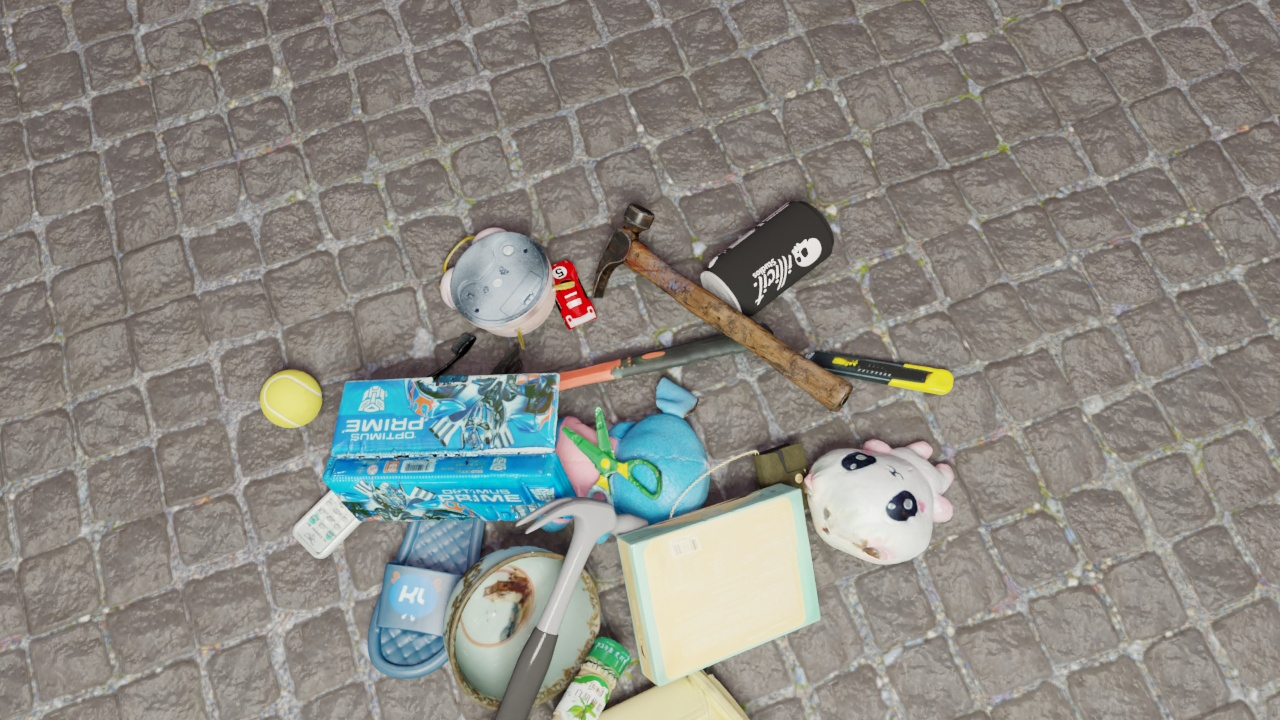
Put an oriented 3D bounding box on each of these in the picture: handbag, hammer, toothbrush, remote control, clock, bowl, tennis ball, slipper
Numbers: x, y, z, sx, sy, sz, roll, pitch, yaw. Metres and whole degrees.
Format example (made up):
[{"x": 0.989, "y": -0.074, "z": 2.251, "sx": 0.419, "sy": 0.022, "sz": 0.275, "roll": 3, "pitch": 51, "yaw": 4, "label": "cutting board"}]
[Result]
[{"x": 0.005, "y": 0.400, "z": 0.886, "sx": 0.232, "sy": 0.089, "sz": 0.190, "roll": -22, "pitch": 56, "yaw": -6, "label": "handbag"}, {"x": 0.105, "y": 0.141, "z": 0.948, "sx": 0.177, "sy": 0.027, "sz": 0.084, "roll": -14, "pitch": 92, "yaw": -32, "label": "handbag"}, {"x": 0.084, "y": -0.042, "z": 1.002, "sx": 0.330, "sy": 0.033, "sz": 0.120, "roll": 37, "pitch": 112, "yaw": 25, "label": "hammer"}, {"x": -0.258, "y": 0.036, "z": 1.053, "sx": 0.017, "sy": 0.014, "sz": 0.187, "roll": 36, "pitch": 75, "yaw": 26, "label": "toothbrush"}, {"x": -0.317, "y": 0.155, "z": 1.006, "sx": 0.050, "sy": 0.022, "sz": 0.133, "roll": 40, "pitch": 76, "yaw": 14, "label": "remote control"}, {"x": -0.006, "y": 0.006, "z": 1.027, "sx": 0.333, "sy": 0.033, "sz": 0.133, "roll": -11, "pitch": 35, "yaw": -10, "label": "hammer"}, {"x": -0.168, "y": -0.092, "z": 1.062, "sx": 0.158, "sy": 0.059, "sz": 0.116, "roll": 32, "pitch": 80, "yaw": 22, "label": "clock"}, {"x": -0.131, "y": 0.254, "z": 0.916, "sx": 0.159, "sy": 0.094, "sz": 0.160, "roll": -5, "pitch": 100, "yaw": -33, "label": "bowl"}, {"x": -0.100, "y": 0.275, "z": 0.864, "sx": 0.125, "sy": 0.029, "sz": 0.310, "roll": 25, "pitch": 85, "yaw": -30, "label": "hammer"}, {"x": -0.390, "y": 0.043, "z": 1.025, "sx": 0.065, "sy": 0.065, "sz": 0.065, "roll": 0, "pitch": 70, "yaw": 1, "label": "tennis ball"}, {"x": -0.218, "y": 0.225, "z": 0.961, "sx": 0.104, "sy": 0.059, "sz": 0.213, "roll": 13, "pitch": 69, "yaw": 4, "label": "slipper"}]

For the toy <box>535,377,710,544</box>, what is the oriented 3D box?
[{"x": -0.017, "y": 0.109, "z": 0.985, "sx": 0.191, "sy": 0.099, "sz": 0.223, "roll": 1, "pitch": 62, "yaw": 13, "label": "toy"}]

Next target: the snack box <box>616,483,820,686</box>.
[{"x": 0.081, "y": 0.216, "z": 0.903, "sx": 0.193, "sy": 0.044, "sz": 0.141, "roll": -14, "pitch": 99, "yaw": -25, "label": "snack box"}]

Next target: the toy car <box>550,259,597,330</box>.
[{"x": -0.084, "y": -0.078, "z": 1.083, "sx": 0.038, "sy": 0.025, "sz": 0.089, "roll": -24, "pitch": 72, "yaw": -7, "label": "toy car"}]

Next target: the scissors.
[{"x": -0.040, "y": 0.112, "z": 0.932, "sx": 0.131, "sy": 0.012, "sz": 0.112, "roll": 36, "pitch": 93, "yaw": 20, "label": "scissors"}]

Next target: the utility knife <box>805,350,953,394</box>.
[{"x": 0.267, "y": 0.012, "z": 1.047, "sx": 0.174, "sy": 0.020, "sz": 0.028, "roll": 9, "pitch": 69, "yaw": 5, "label": "utility knife"}]

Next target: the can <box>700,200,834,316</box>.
[{"x": 0.147, "y": -0.115, "z": 1.061, "sx": 0.146, "sy": 0.080, "sz": 0.080, "roll": -38, "pitch": 74, "yaw": -11, "label": "can"}]

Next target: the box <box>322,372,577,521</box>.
[{"x": -0.190, "y": 0.091, "z": 0.941, "sx": 0.244, "sy": 0.114, "sz": 0.113, "roll": -3, "pitch": 51, "yaw": 12, "label": "box"}]

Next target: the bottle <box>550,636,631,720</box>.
[{"x": -0.052, "y": 0.322, "z": 0.882, "sx": 0.043, "sy": 0.043, "sz": 0.109, "roll": 28, "pitch": 56, "yaw": 11, "label": "bottle"}]

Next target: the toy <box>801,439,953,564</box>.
[{"x": 0.259, "y": 0.141, "z": 0.966, "sx": 0.179, "sy": 0.102, "sz": 0.139, "roll": -26, "pitch": 58, "yaw": -28, "label": "toy"}]
